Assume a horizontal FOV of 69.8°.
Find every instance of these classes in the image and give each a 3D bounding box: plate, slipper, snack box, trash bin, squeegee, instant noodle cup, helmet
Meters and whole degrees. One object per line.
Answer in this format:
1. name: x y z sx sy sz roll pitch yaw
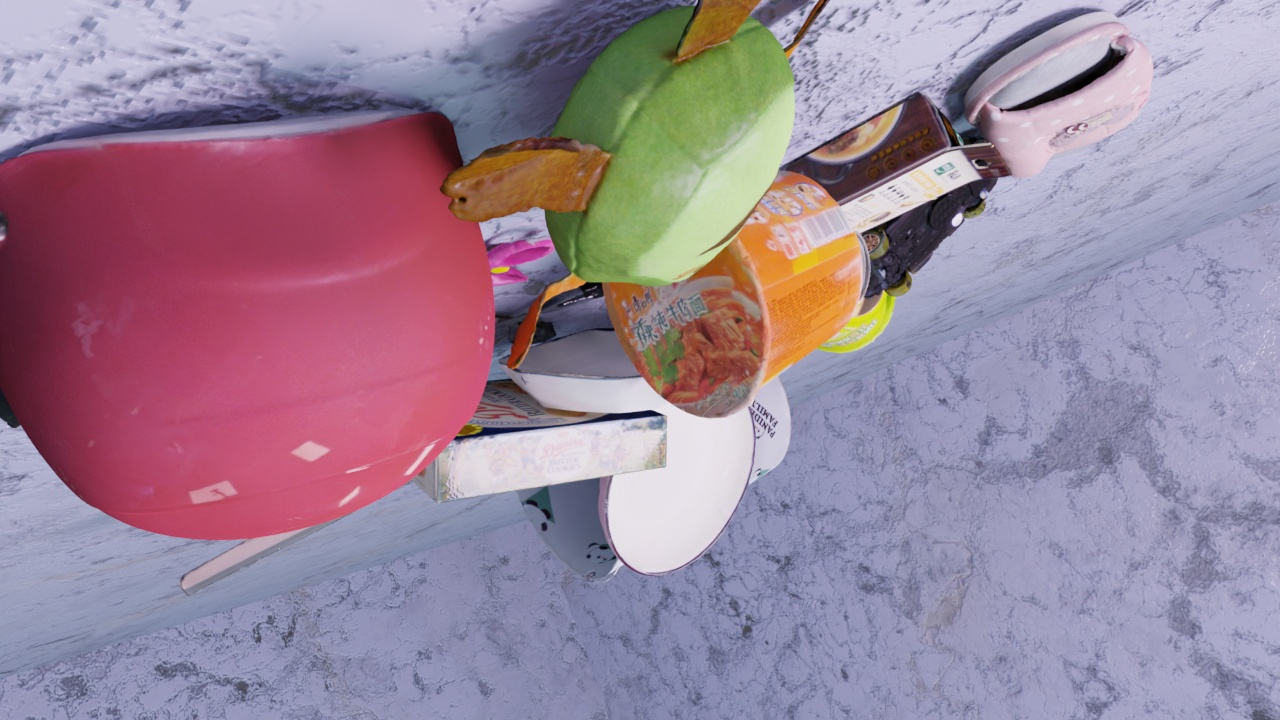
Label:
1. plate: 0.030 0.102 0.843 0.192 0.192 0.039 -12 -156 -41
2. slipper: 0.302 -0.175 0.655 0.114 0.054 0.273 -25 169 25
3. snack box: 0.182 -0.132 0.640 0.126 0.053 0.113 -26 168 26
4. trash bin: 0.011 0.084 0.998 0.251 0.229 0.230 -20 171 -32
5. snack box: -0.101 0.052 0.709 0.182 0.046 0.178 -4 -168 -31
6. squeegee: -0.298 0.103 0.715 0.247 0.040 0.250 -26 166 -8
7. instant noodle cup: 0.148 -0.065 0.799 0.112 0.111 0.123 -27 161 33
8. helmet: -0.163 0.009 0.408 0.206 0.144 0.241 -16 163 -35
9. instant noodle cup: 0.063 -0.052 0.596 0.111 0.151 0.152 -25 174 -34
10. plate: -0.004 0.004 0.753 0.162 0.034 0.265 3 -170 19

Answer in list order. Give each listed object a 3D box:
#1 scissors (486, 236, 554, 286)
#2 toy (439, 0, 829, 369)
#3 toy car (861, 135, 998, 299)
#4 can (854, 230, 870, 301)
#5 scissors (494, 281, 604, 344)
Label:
1. scissors: -0.116 -0.054 0.577 0.133 0.017 0.118 -15 173 -6
2. toy: 0.011 -0.086 0.403 0.227 0.090 0.246 -44 176 3
3. toy car: 0.223 -0.114 0.732 0.158 0.042 0.070 -44 136 4
4. can: 0.100 -0.068 0.687 0.135 0.053 0.053 3 -171 43
5. scissors: -0.108 -0.030 0.725 0.178 0.014 0.159 -18 168 -8
